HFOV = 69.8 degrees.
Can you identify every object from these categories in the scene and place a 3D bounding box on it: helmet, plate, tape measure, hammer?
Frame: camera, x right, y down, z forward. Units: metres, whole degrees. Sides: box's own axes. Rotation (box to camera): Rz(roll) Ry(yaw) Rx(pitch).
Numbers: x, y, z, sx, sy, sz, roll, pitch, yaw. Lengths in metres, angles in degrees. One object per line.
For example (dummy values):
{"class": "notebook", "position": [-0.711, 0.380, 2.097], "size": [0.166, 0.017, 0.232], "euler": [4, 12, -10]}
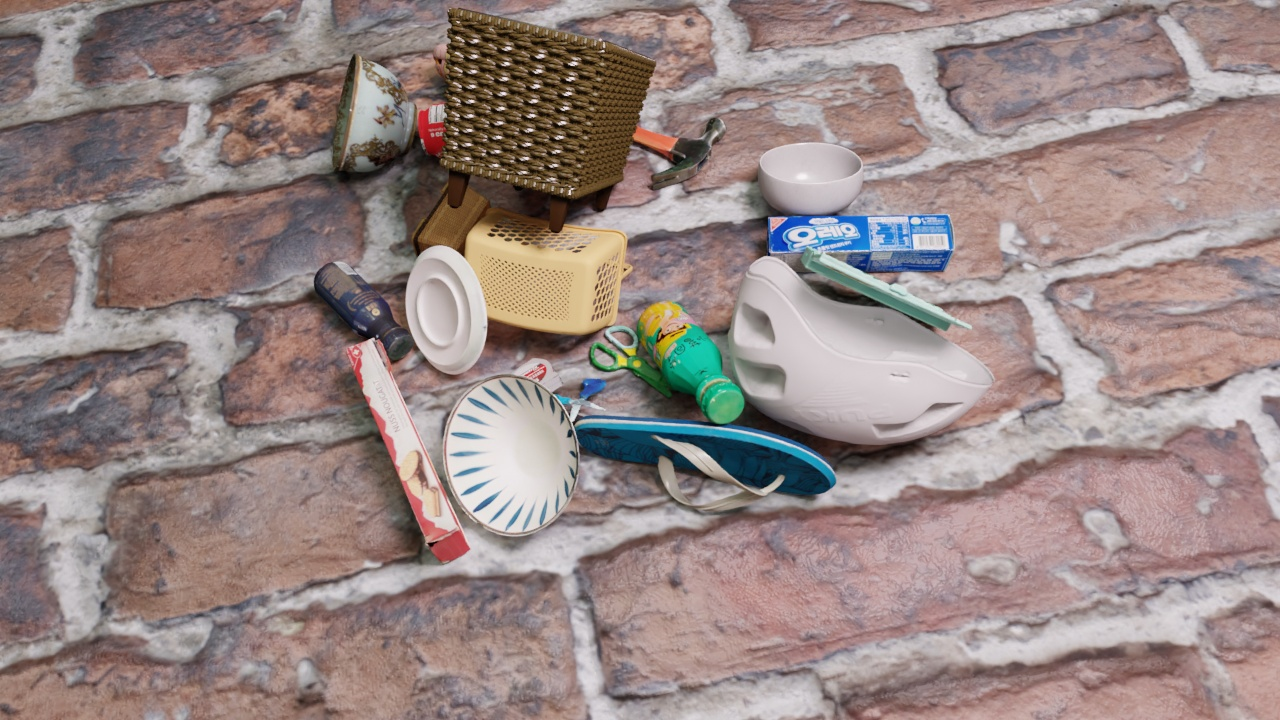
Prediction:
{"class": "helmet", "position": [0.235, -0.006, 0.998], "size": [0.282, 0.184, 0.223], "euler": [5, 24, 2]}
{"class": "plate", "position": [-0.239, -0.060, 1.105], "size": [0.014, 0.157, 0.157], "euler": [-14, 53, -47]}
{"class": "tape measure", "position": [-0.129, 0.027, 1.101], "size": [0.060, 0.020, 0.062], "euler": [-32, 36, -10]}
{"class": "hammer", "position": [-0.055, -0.340, 1.303], "size": [0.333, 0.033, 0.132], "euler": [26, 67, 18]}

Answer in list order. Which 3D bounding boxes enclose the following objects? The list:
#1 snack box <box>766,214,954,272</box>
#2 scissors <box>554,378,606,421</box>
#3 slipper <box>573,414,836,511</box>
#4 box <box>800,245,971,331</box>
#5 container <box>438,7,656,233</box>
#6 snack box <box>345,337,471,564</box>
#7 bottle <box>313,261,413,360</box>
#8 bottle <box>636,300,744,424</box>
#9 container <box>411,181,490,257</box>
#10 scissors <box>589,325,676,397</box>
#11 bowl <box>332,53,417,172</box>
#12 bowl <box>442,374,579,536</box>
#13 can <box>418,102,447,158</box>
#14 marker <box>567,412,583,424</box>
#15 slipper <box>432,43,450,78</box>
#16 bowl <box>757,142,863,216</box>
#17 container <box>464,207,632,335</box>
{"class": "snack box", "position": [0.273, -0.146, 1.154], "size": [0.226, 0.059, 0.059], "euler": [-1, 65, 4]}
{"class": "scissors", "position": [-0.064, 0.042, 1.063], "size": [0.103, 0.015, 0.134], "euler": [-24, 16, -26]}
{"class": "slipper", "position": [0.063, 0.114, 0.998], "size": [0.295, 0.118, 0.060], "euler": [8, 55, 14]}
{"class": "box", "position": [0.279, -0.082, 1.057], "size": [0.186, 0.136, 0.033], "euler": [24, 105, -1]}
{"class": "container", "position": [-0.108, -0.282, 1.098], "size": [0.176, 0.320, 0.205], "euler": [15, 107, 6]}
{"class": "snack box", "position": [-0.268, 0.099, 1.055], "size": [0.044, 0.077, 0.272], "euler": [-25, 62, -12]}
{"class": "bottle", "position": [-0.349, -0.063, 1.159], "size": [0.056, 0.056, 0.161], "euler": [-42, 66, -17]}
{"class": "bottle", "position": [0.057, 0.002, 1.032], "size": [0.068, 0.068, 0.209], "euler": [-22, 32, -8]}
{"class": "container", "position": [-0.245, -0.177, 1.213], "size": [0.061, 0.063, 0.113], "euler": [23, 66, 8]}
{"class": "scissors", "position": [0.000, 0.001, 1.122], "size": [0.130, 0.014, 0.070], "euler": [29, 68, 20]}
{"class": "bowl", "position": [-0.364, -0.331, 1.269], "size": [0.093, 0.160, 0.159], "euler": [9, 58, -26]}
{"class": "bowl", "position": [-0.129, 0.102, 1.027], "size": [0.178, 0.070, 0.177], "euler": [1, 92, 26]}
{"class": "can", "position": [-0.232, -0.325, 1.282], "size": [0.142, 0.074, 0.074], "euler": [-6, 61, 1]}
{"class": "marker", "position": [-0.131, 0.063, 1.094], "size": [0.134, 0.018, 0.015], "euler": [5, 25, 8]}
{"class": "slipper", "position": [-0.230, -0.399, 1.313], "size": [0.093, 0.082, 0.197], "euler": [0, 21, -41]}
{"class": "bowl", "position": [0.218, -0.226, 1.187], "size": [0.132, 0.064, 0.131], "euler": [-3, 35, 2]}
{"class": "container", "position": [-0.114, -0.110, 1.136], "size": [0.183, 0.129, 0.166], "euler": [12, 21, 10]}
